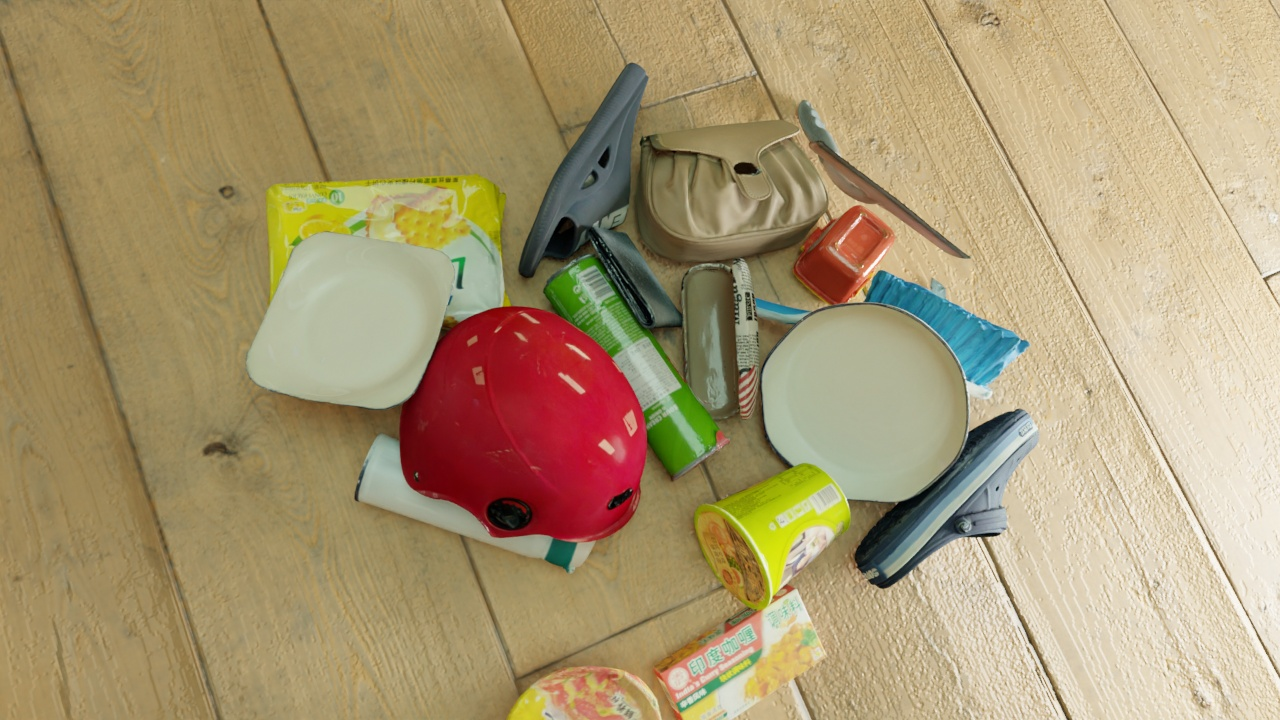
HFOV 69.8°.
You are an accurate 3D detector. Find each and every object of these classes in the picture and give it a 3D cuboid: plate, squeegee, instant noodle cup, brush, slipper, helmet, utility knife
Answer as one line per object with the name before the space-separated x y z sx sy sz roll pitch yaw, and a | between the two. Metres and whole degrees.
plate | 0.220 0.039 0.906 0.205 0.205 0.045 50 32 6
plate | -0.252 -0.032 0.818 0.164 0.034 0.164 10 66 10
squeegee | 0.214 -0.216 0.989 0.247 0.040 0.249 26 28 -33
instant noodle cup | 0.134 0.161 0.889 0.123 0.112 0.111 -27 80 -25
instant noodle cup | -0.055 0.335 0.799 0.138 0.110 0.138 3 74 -9
brush | 0.221 -0.046 0.934 0.314 0.060 0.110 29 107 14
slipper | 0.325 0.146 0.922 0.252 0.105 0.095 -38 85 -18
helmet | -0.090 0.044 0.823 0.240 0.144 0.206 25 43 -1
utility knife | 0.326 0.002 1.010 0.033 0.015 0.201 9 73 -10
slipper | -0.039 -0.192 0.953 0.083 0.111 0.267 29 68 -4

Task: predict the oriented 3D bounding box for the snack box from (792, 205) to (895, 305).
snack box | 0.221 -0.116 0.991 0.082 0.080 0.091 40 72 3

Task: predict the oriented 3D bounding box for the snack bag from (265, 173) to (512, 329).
snack bag | -0.249 -0.098 0.908 0.246 0.068 0.158 -5 74 -10

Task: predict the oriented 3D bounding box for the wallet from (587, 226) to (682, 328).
wallet | -0.003 -0.084 0.940 0.019 0.097 0.121 -35 81 18

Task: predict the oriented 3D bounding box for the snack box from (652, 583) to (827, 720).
snack box | 0.096 0.286 0.873 0.155 0.027 0.077 -27 98 -16

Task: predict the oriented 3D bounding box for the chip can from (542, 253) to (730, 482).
chip can | -0.005 0.005 0.920 0.072 0.072 0.236 -33 82 -17

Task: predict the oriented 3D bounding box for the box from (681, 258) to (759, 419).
box | 0.085 -0.021 0.925 0.075 0.086 0.162 -1 87 -9

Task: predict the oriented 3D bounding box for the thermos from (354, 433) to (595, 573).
thermos | -0.147 0.133 0.862 0.224 0.073 0.073 19 72 -5

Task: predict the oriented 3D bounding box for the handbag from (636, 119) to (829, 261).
handbag | 0.096 -0.186 0.978 0.204 0.100 0.147 -12 74 -18
